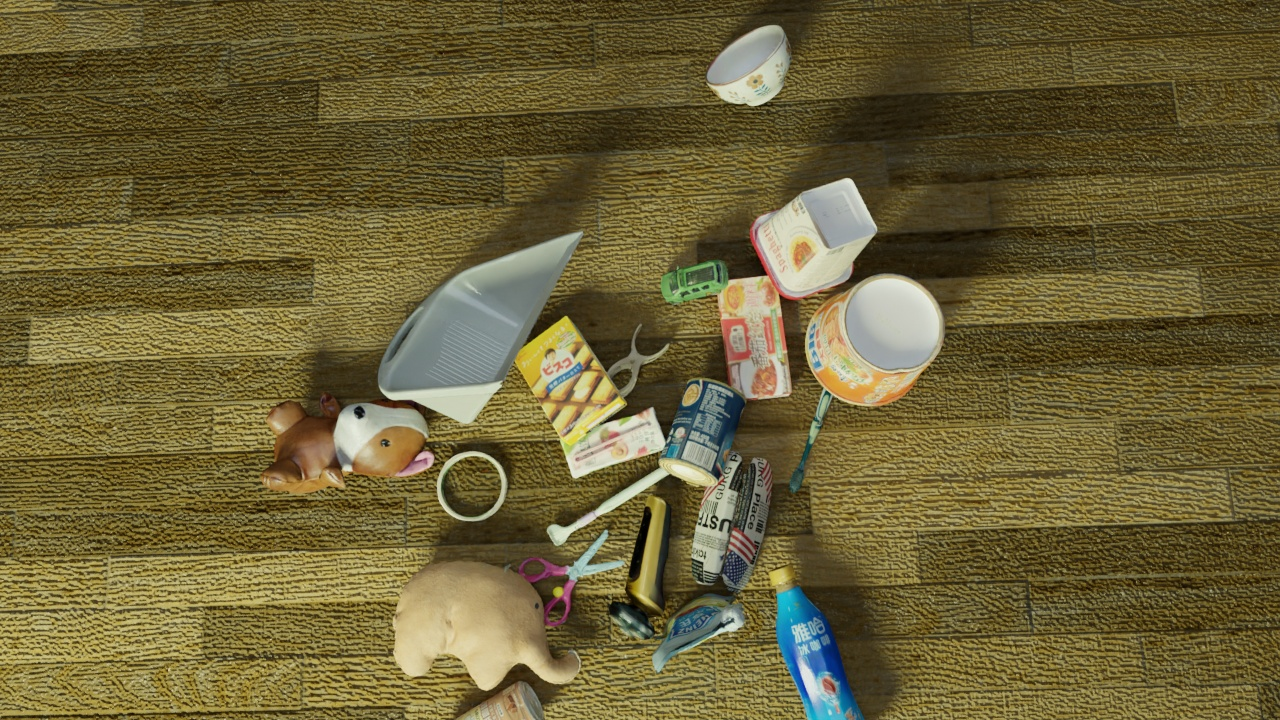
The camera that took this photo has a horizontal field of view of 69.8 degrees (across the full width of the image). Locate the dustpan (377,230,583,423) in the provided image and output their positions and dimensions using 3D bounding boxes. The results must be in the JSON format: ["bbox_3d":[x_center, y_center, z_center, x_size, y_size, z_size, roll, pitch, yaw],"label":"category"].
[{"bbox_3d":[-0.206,-0.043,1.063,0.142,0.258,0.222,29,58,-8],"label":"dustpan"}]

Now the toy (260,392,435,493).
[{"bbox_3d":[-0.347,0.092,1.104,0.199,0.131,0.140,-6,60,-6],"label":"toy"}]

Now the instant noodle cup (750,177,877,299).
[{"bbox_3d":[0.211,-0.150,1.101,0.116,0.124,0.116,-20,80,-20],"label":"instant noodle cup"}]

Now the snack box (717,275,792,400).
[{"bbox_3d":[0.141,-0.028,1.144,0.075,0.025,0.152,-6,80,1],"label":"snack box"}]

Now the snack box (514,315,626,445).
[{"bbox_3d":[-0.088,0.023,1.118,0.087,0.034,0.140,-36,59,3],"label":"snack box"}]

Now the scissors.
[{"bbox_3d":[-0.088,0.252,1.111,0.113,0.017,0.134,37,85,13],"label":"scissors"}]

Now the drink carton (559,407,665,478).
[{"bbox_3d":[-0.033,0.101,1.120,0.122,0.045,0.053,-19,81,0],"label":"drink carton"}]

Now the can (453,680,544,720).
[{"bbox_3d":[-0.173,0.425,1.064,0.116,0.058,0.058,-30,80,-2],"label":"can"}]

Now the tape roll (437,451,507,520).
[{"bbox_3d":[-0.208,0.155,1.134,0.086,0.014,0.085,-1,80,3],"label":"tape roll"}]

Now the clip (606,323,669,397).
[{"bbox_3d":[-0.011,0.004,1.143,0.072,0.035,0.100,37,79,9],"label":"clip"}]

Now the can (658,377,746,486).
[{"bbox_3d":[0.073,0.086,1.092,0.075,0.075,0.111,20,69,6],"label":"can"}]

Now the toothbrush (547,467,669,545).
[{"bbox_3d":[-0.027,0.168,1.122,0.189,0.020,0.029,-31,111,-4],"label":"toothbrush"}]

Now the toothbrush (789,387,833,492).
[{"bbox_3d":[0.219,0.072,1.127,0.016,0.018,0.191,21,82,6],"label":"toothbrush"}]

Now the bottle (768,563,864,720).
[{"bbox_3d":[0.199,0.344,1.059,0.065,0.065,0.218,-19,79,-1],"label":"bottle"}]

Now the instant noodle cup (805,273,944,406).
[{"bbox_3d":[0.282,-0.029,1.086,0.151,0.111,0.151,1,77,-3],"label":"instant noodle cup"}]

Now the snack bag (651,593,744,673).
[{"bbox_3d":[0.062,0.293,1.009,0.110,0.191,0.039,-22,81,-1],"label":"snack bag"}]

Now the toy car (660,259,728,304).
[{"bbox_3d":[0.065,-0.099,1.144,0.091,0.036,0.043,-15,79,32],"label":"toy car"}]

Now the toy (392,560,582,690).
[{"bbox_3d":[-0.175,0.308,1.071,0.226,0.082,0.143,10,76,3],"label":"toy"}]

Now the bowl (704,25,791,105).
[{"bbox_3d":[0.146,-0.368,1.174,0.113,0.113,0.062,-46,125,-5],"label":"bowl"}]

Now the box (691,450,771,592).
[{"bbox_3d":[0.119,0.194,1.096,0.087,0.076,0.162,19,78,-17],"label":"box"}]

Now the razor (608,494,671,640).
[{"bbox_3d":[0.005,0.244,1.091,0.067,0.062,0.167,18,75,-25],"label":"razor"}]
